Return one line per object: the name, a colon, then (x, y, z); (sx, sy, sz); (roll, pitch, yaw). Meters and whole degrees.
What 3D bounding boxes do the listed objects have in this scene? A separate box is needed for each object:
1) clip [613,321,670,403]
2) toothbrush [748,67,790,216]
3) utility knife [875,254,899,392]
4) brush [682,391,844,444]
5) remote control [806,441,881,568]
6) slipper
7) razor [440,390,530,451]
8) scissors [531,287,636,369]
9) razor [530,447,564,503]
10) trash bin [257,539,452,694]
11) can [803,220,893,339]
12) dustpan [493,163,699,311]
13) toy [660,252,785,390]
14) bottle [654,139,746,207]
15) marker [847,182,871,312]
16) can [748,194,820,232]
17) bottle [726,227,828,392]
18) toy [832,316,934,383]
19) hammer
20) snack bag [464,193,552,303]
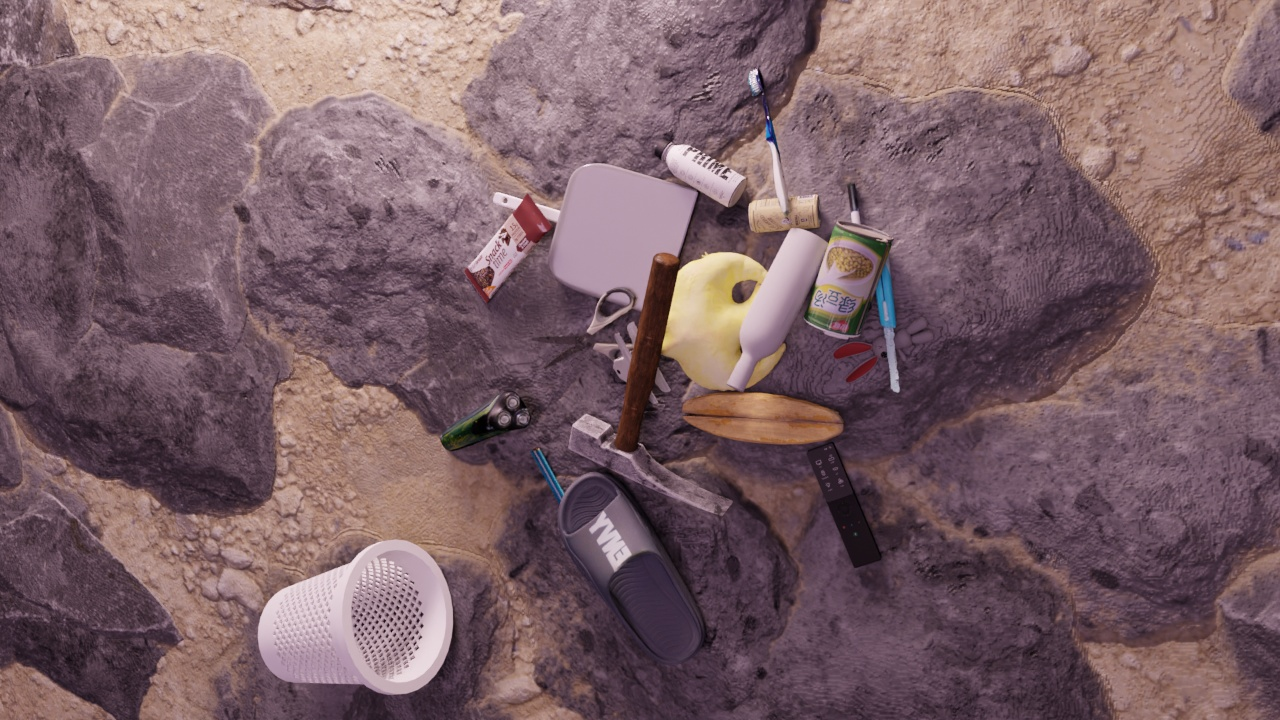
clip: (-0.007, 0.007, 1.143); (0.052, 0.058, 0.102); (-29, 100, -1)
toothbrush: (0.150, -0.255, 1.069); (0.017, 0.016, 0.189); (-17, 75, 28)
utility knife: (0.283, -0.052, 1.042); (0.022, 0.015, 0.178); (-12, 78, 28)
brush: (0.147, 0.068, 1.103); (0.196, 0.043, 0.059); (4, 95, 19)
remote control: (0.243, 0.173, 1.096); (0.034, 0.013, 0.150); (-23, 87, 18)
slipper: (-0.016, 0.267, 1.142); (0.111, 0.083, 0.268); (-34, 87, 3)
razor: (-0.210, 0.086, 1.211); (0.152, 0.067, 0.054); (-25, 98, 26)
scissors: (-0.055, -0.031, 1.168); (0.157, 0.012, 0.166); (27, 114, 8)
razor: (-0.105, 0.179, 1.207); (0.042, 0.022, 0.144); (-30, 80, 0)
trash bin: (-0.396, 0.357, 1.241); (0.200, 0.195, 0.195); (-17, 89, 28)
can: (0.234, -0.091, 1.038); (0.067, 0.067, 0.121); (21, 111, 15)
dustpan: (-0.069, -0.171, 1.162); (0.258, 0.033, 0.163); (18, 101, 7)
toy: (0.089, -0.045, 1.101); (0.155, 0.064, 0.170); (-12, 95, 1)
bottle: (0.069, -0.229, 1.104); (0.116, 0.041, 0.041); (33, 104, 13)
marker: (0.255, -0.131, 1.068); (0.011, 0.011, 0.152); (-8, 92, 18)
can: (0.169, -0.172, 1.077); (0.080, 0.038, 0.038); (-2, 94, 18)
bottle: (0.153, -0.055, 1.058); (0.052, 0.052, 0.195); (26, 86, 14)
toy: (0.281, -0.015, 1.059); (0.112, 0.030, 0.049); (-26, 98, 19)
hammer: (0.036, 0.026, 1.080); (0.218, 0.036, 0.301); (23, 122, 18)
snack bag: (-0.174, -0.143, 1.184); (0.158, 0.013, 0.057); (-42, 78, 34)
